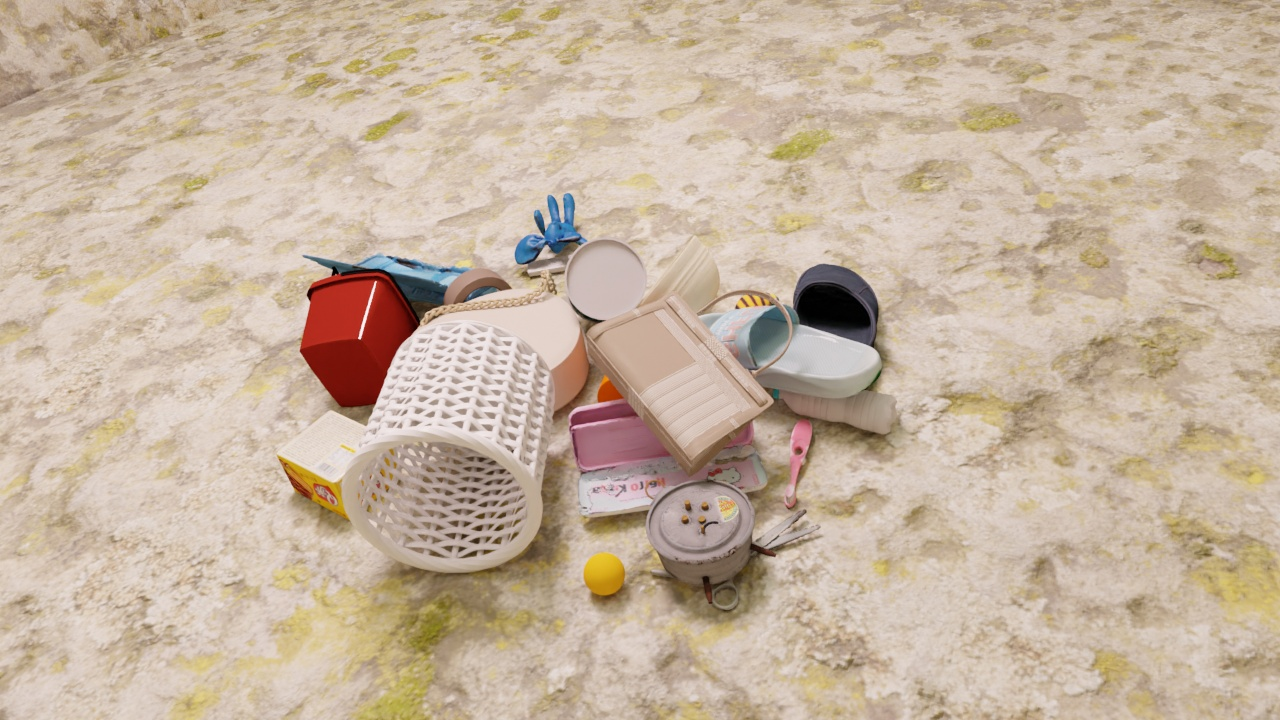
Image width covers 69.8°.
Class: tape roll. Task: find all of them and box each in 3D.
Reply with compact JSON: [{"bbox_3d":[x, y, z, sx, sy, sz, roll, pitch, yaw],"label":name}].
[{"bbox_3d":[-0.216,-0.075,1.236,0.093,0.094,0.030,-25,40,-21],"label":"tape roll"}]

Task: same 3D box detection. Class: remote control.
[{"bbox_3d":[-0.104,-0.146,1.373,0.131,0.012,0.033,-9,35,-1],"label":"remote control"}]

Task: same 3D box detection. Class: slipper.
[{"bbox_3d":[0.241,-0.065,1.138,0.109,0.084,0.264,-2,36,12],"label":"slipper"},{"bbox_3d":[0.153,-0.021,1.038,0.246,0.074,0.103,14,42,35],"label":"slipper"}]

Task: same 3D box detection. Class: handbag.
[{"bbox_3d":[0.074,-0.008,0.971,0.197,0.062,0.175,-35,69,-15],"label":"handbag"},{"bbox_3d":[-0.174,-0.009,1.134,0.208,0.103,0.210,-21,38,-13],"label":"handbag"}]

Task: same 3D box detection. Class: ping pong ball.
[{"bbox_3d":[-0.035,0.204,0.876,0.040,0.040,0.040,-6,37,4],"label":"ping pong ball"}]

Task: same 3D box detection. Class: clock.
[{"bbox_3d":[0.051,0.158,0.888,0.103,0.056,0.148,-30,40,-21],"label":"clock"}]

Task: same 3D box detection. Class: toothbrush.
[{"bbox_3d":[0.169,0.105,0.985,0.022,0.016,0.134,4,39,16],"label":"toothbrush"}]

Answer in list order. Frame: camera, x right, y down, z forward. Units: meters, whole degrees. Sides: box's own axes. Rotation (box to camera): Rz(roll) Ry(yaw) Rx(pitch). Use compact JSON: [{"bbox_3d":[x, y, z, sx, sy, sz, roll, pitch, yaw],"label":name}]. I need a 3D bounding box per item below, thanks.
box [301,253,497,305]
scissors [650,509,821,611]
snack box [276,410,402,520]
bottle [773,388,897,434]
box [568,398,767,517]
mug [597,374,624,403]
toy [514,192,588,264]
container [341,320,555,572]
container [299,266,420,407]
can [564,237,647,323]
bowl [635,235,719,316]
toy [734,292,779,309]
[{"bbox_3d":[-0.341,-0.114,1.315,0.232,0.060,0.175,12,11,23],"label":"box"},{"bbox_3d":[0.094,0.184,0.898,0.131,0.014,0.152,16,46,29],"label":"scissors"},{"bbox_3d":[-0.340,0.117,1.036,0.106,0.061,0.083,18,45,31],"label":"snack box"},{"bbox_3d":[0.216,0.047,1.027,0.136,0.044,0.044,13,42,26],"label":"bottle"},{"bbox_3d":[0.027,0.095,0.978,0.201,0.111,0.101,-9,12,-1],"label":"box"},{"bbox_3d":[-0.006,0.006,1.070,0.078,0.113,0.095,-7,35,23],"label":"mug"},{"bbox_3d":[-0.133,-0.195,1.393,0.113,0.071,0.176,-9,31,7],"label":"toy"},{"bbox_3d":[-0.187,0.085,0.941,0.189,0.189,0.186,-5,36,5],"label":"container"},{"bbox_3d":[-0.357,-0.054,1.193,0.127,0.148,0.200,-10,45,11],"label":"container"},{"bbox_3d":[-0.047,-0.098,1.171,0.099,0.099,0.144,-12,1,-4],"label":"can"},{"bbox_3d":[0.050,-0.078,1.170,0.075,0.151,0.150,39,46,-4],"label":"bowl"},{"bbox_3d":[0.149,-0.052,1.172,0.084,0.046,0.103,-9,33,10],"label":"toy"}]
